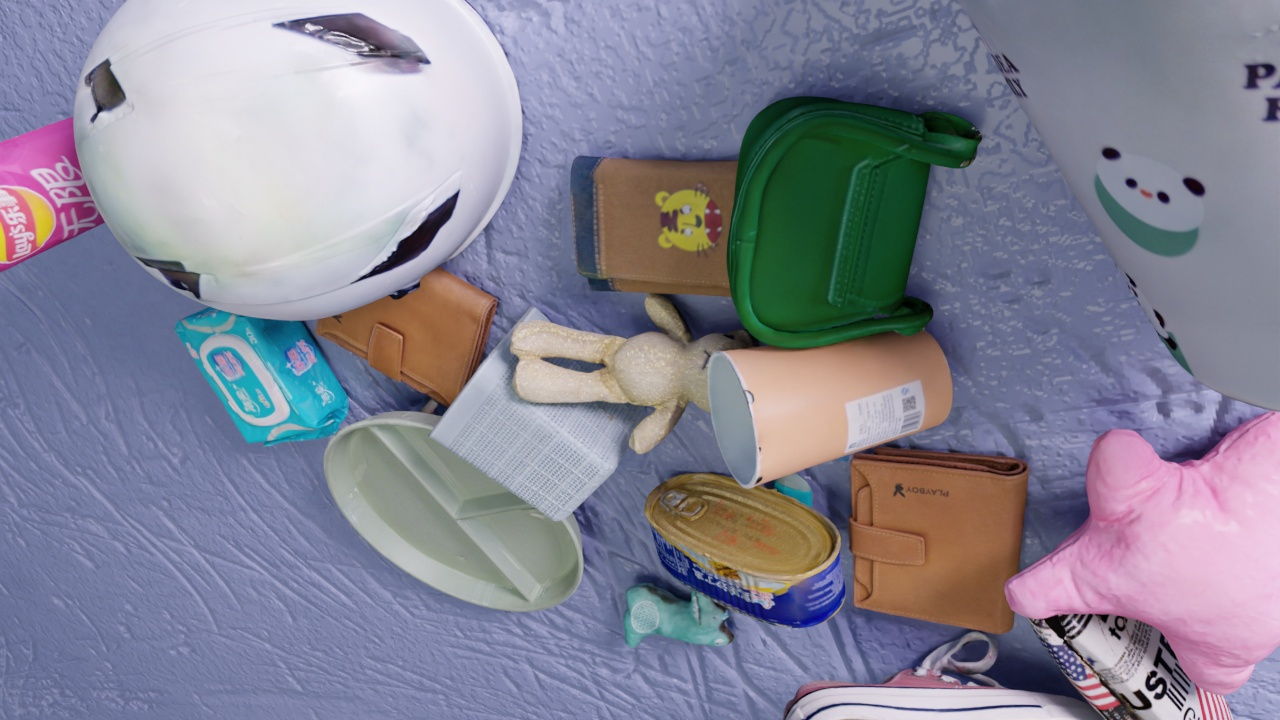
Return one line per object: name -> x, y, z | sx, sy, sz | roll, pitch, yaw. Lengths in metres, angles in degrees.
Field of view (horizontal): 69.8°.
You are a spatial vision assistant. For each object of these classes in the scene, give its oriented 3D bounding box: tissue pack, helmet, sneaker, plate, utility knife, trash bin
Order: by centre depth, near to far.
trash bin -> 0.232, -0.133, 0.310 | 0.230, 0.228, 0.252 | -22, 115, 34
helmet -> -0.211, -0.122, 0.533 | 0.259, 0.145, 0.229 | -4, 117, 13
sneaker -> 0.212, 0.246, 0.638 | 0.241, 0.087, 0.118 | 7, 114, -7
utility knife -> 0.107, 0.136, 0.663 | 0.029, 0.013, 0.158 | 13, 128, 20
plate -> -0.149, 0.124, 0.745 | 0.230, 0.027, 0.231 | 14, 135, 15
tissue pack -> -0.307, 0.010, 0.751 | 0.093, 0.050, 0.133 | -13, 114, 30

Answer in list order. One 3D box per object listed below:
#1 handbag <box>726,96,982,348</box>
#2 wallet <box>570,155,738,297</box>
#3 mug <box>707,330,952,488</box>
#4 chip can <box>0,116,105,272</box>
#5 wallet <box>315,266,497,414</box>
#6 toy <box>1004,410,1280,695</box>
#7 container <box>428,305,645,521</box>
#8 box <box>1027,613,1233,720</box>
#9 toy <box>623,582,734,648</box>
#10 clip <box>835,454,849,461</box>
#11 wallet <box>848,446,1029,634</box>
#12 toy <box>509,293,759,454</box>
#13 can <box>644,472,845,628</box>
handbag -> 0.106, -0.071, 0.484 | 0.120, 0.067, 0.131 | 3, 119, 0
wallet -> 0.017, -0.079, 0.556 | 0.115, 0.033, 0.090 | 5, 121, 18
mug -> 0.108, 0.021, 0.520 | 0.122, 0.078, 0.078 | -12, 121, -11
chip can -> -0.371, -0.119, 0.596 | 0.071, 0.209, 0.071 | 13, 126, 18
wallet -> -0.177, -0.028, 0.680 | 0.131, 0.035, 0.119 | 28, 122, 7
toy -> 0.321, 0.101, 0.503 | 0.194, 0.074, 0.179 | 22, 113, -3
container -> -0.067, 0.041, 0.635 | 0.111, 0.089, 0.090 | 39, 129, -5
box -> 0.300, 0.205, 0.585 | 0.163, 0.075, 0.082 | 46, 139, -10
toy -> 0.031, 0.198, 0.729 | 0.092, 0.030, 0.097 | 9, 116, 14
clip -> 0.111, 0.049, 0.602 | 0.058, 0.038, 0.026 | 6, 124, 20
wallet -> 0.192, 0.117, 0.601 | 0.108, 0.031, 0.132 | 5, 121, 21
toy -> -0.003, 0.003, 0.572 | 0.157, 0.105, 0.066 | 4, 163, -1
can -> 0.069, 0.126, 0.622 | 0.148, 0.074, 0.049 | 15, 131, 41
